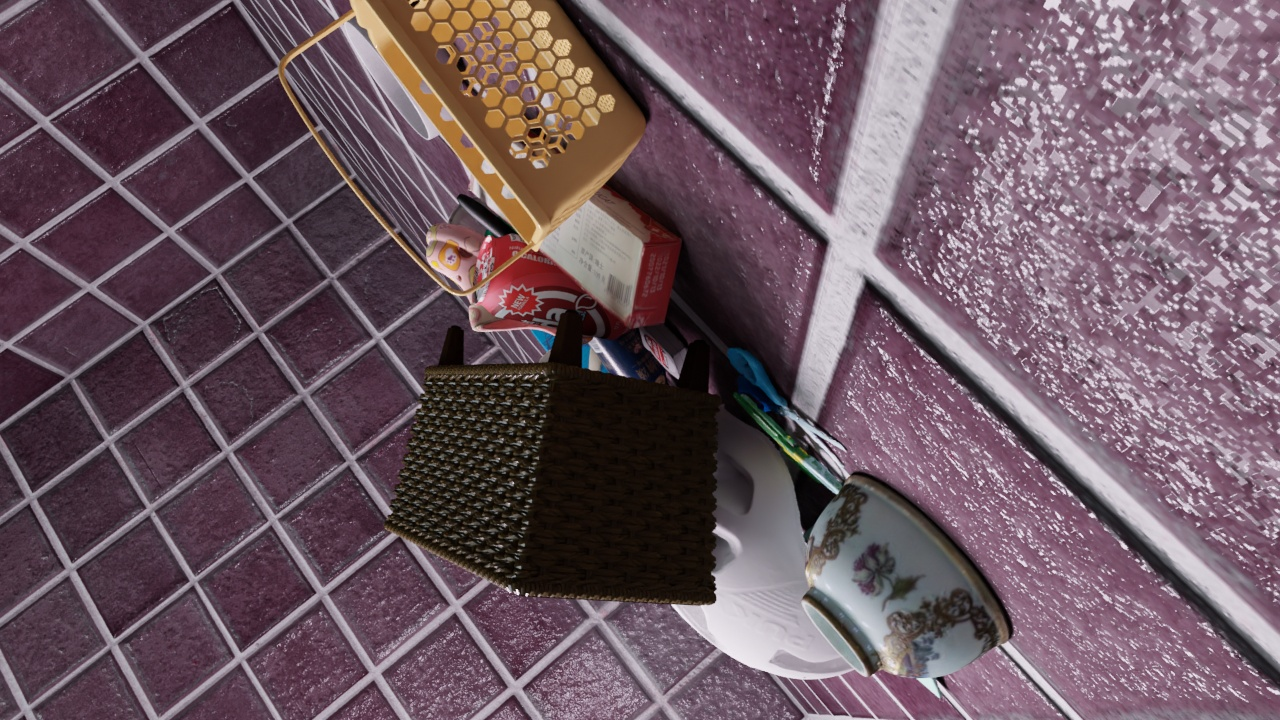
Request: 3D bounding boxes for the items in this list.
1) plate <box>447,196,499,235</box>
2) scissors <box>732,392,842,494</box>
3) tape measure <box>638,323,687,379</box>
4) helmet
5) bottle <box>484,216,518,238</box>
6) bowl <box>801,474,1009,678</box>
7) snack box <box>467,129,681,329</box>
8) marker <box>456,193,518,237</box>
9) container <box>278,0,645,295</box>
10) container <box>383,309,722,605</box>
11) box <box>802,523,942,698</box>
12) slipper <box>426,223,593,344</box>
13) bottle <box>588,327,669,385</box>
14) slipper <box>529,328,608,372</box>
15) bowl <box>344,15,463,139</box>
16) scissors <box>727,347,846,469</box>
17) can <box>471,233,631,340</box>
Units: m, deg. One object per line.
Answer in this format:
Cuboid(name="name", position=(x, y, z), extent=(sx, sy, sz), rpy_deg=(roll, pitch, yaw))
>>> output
Cuboid(name="plate", position=(-0.156, -0.116, 1.047), extent=(0.014, 0.156, 0.157), rpy_deg=(-31, 100, 39))
Cuboid(name="scissors", position=(0.118, 0.067, 0.734), extent=(0.130, 0.014, 0.070), rpy_deg=(44, 175, -30))
Cuboid(name="tape measure", position=(0.025, -0.014, 0.900), extent=(0.062, 0.020, 0.060), rpy_deg=(47, 169, 22))
Cuboid(name="helmet", position=(0.116, 0.188, 0.879), extent=(0.282, 0.184, 0.224), rpy_deg=(40, -174, -23))
Cuboid(name="bottle", position=(-0.103, -0.126, 0.931), extent=(0.068, 0.068, 0.210), rpy_deg=(54, 163, -16))
Cuboid(name="bowl", position=(0.178, 0.176, 0.682), extent=(0.160, 0.093, 0.160), rpy_deg=(50, 170, 11))
Cuboid(name="snack box", position=(-0.063, -0.124, 0.764), extent=(0.273, 0.044, 0.077), rpy_deg=(42, 131, 41))
Cuboid(name="marker", position=(-0.115, -0.111, 0.853), extent=(0.134, 0.015, 0.018), rpy_deg=(38, 133, -20))
Cuboid(name="container", position=(-0.112, -0.154, 0.584), extent=(0.183, 0.167, 0.129), rpy_deg=(52, 171, -6))
Cuboid(name="container", position=(-0.080, 0.077, 0.807), extent=(0.176, 0.205, 0.322), rpy_deg=(12, 173, -31))
Cuboid(name="box", position=(0.235, 0.255, 0.919), extent=(0.136, 0.033, 0.187), rpy_deg=(48, 172, 51))
Cuboid(name="slipper", position=(-0.141, -0.060, 0.932), extent=(0.197, 0.081, 0.093), rpy_deg=(33, 170, -5))
Cuboid(name="bottle", position=(-0.006, 0.006, 1.009), extent=(0.161, 0.056, 0.056), rpy_deg=(55, 170, -21))
Cuboid(name="slipper", position=(-0.071, -0.001, 1.114), extent=(0.060, 0.118, 0.294), rpy_deg=(17, -149, -54))
Cuboid(name="bowl", position=(-0.218, -0.286, 0.885), extent=(0.132, 0.064, 0.132), rpy_deg=(49, 170, 11))
Cuboid(name="scissors", position=(0.116, 0.042, 0.729), extent=(0.133, 0.015, 0.104), rpy_deg=(44, 167, 10))
Cuboid(name="can", position=(-0.074, -0.066, 0.825), extent=(0.142, 0.074, 0.074), rpy_deg=(11, -174, -22))
